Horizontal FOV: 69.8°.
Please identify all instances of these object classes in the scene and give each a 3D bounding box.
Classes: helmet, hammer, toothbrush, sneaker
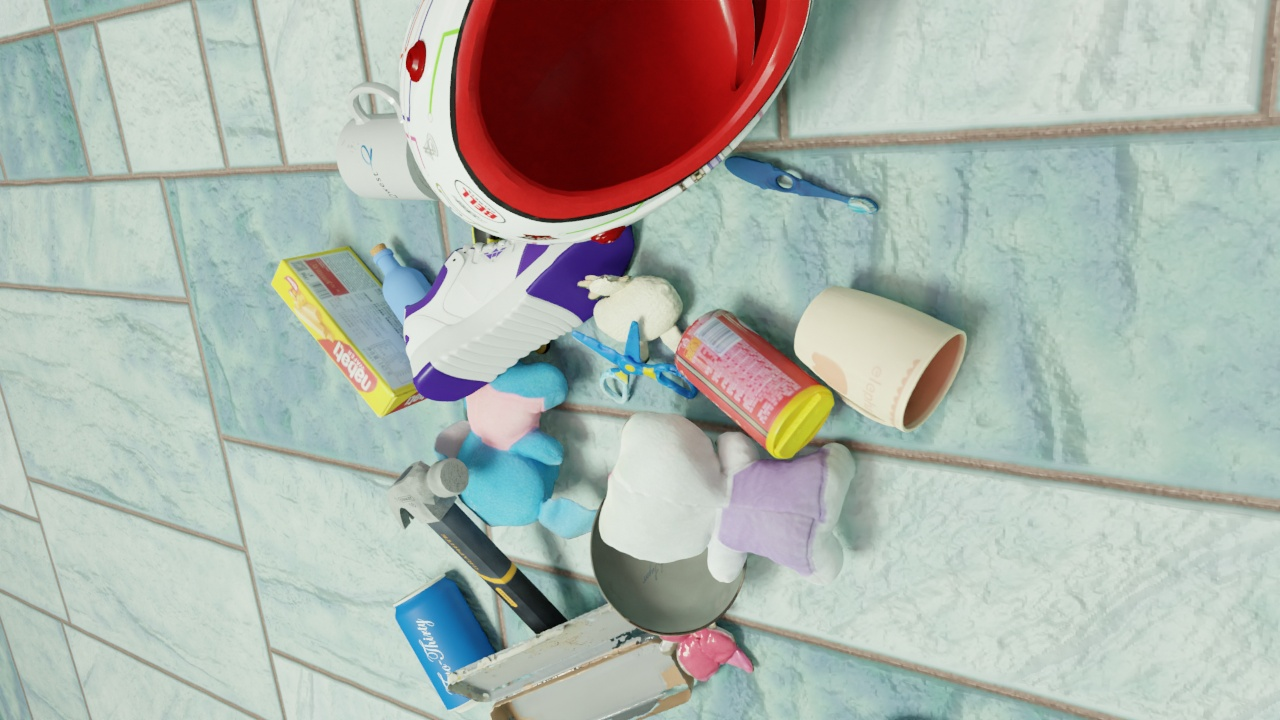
[{"bbox_3d":[-0.029,-0.226,0.650,0.231,0.235,0.315,40,110,-22],"label":"helmet"},{"bbox_3d":[-0.134,0.222,0.934,0.140,0.035,0.312,-17,119,45],"label":"hammer"},{"bbox_3d":[0.121,-0.136,0.711,0.132,0.016,0.021,24,116,26],"label":"toothbrush"},{"bbox_3d":[-0.120,-0.072,0.842,0.244,0.092,0.111,-36,58,9],"label":"sneaker"}]

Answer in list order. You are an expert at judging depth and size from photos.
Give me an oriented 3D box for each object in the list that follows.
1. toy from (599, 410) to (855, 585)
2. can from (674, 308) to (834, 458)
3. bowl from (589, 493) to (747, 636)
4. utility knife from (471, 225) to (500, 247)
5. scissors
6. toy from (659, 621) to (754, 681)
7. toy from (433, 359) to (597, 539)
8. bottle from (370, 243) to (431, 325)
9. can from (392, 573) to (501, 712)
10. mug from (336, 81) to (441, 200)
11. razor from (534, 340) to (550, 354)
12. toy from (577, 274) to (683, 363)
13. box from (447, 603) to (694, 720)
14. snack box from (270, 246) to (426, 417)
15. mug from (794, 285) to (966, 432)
[{"bbox_3d":[0.066,0.120,0.764,0.209,0.085,0.137,8,93,17],"label":"toy"},{"bbox_3d":[0.089,0.017,0.738,0.124,0.066,0.067,42,126,33],"label":"can"},{"bbox_3d":[0.031,0.171,0.843,0.151,0.056,0.150,-3,82,18],"label":"bowl"},{"bbox_3d":[-0.157,-0.179,0.890,0.029,0.020,0.234,3,105,31],"label":"utility knife"},{"bbox_3d":[-0.009,0.006,0.830,0.125,0.014,0.131,30,141,-8],"label":"scissors"},{"bbox_3d":[0.058,0.267,0.879,0.066,0.050,0.102,-30,123,26],"label":"toy"},{"bbox_3d":[-0.123,0.080,0.906,0.224,0.098,0.192,24,115,37],"label":"toy"},{"bbox_3d":[-0.242,-0.067,0.968,0.048,0.047,0.131,-41,82,37],"label":"bottle"},{"bbox_3d":[-0.224,0.332,1.078,0.079,0.078,0.146,-33,86,38],"label":"can"},{"bbox_3d":[-0.235,-0.211,0.880,0.096,0.082,0.120,8,138,33],"label":"mug"},{"bbox_3d":[-0.108,-0.076,0.888,0.044,0.021,0.144,-3,104,24],"label":"razor"},{"bbox_3d":[-0.005,-0.045,0.807,0.087,0.050,0.112,-20,118,39],"label":"toy"},{"bbox_3d":[-0.069,0.319,0.923,0.217,0.071,0.157,-27,125,16],"label":"box"},{"bbox_3d":[-0.299,-0.035,0.992,0.200,0.091,0.042,47,125,12],"label":"snack box"},{"bbox_3d":[0.175,0.003,0.691,0.104,0.085,0.112,33,152,31],"label":"mug"}]
